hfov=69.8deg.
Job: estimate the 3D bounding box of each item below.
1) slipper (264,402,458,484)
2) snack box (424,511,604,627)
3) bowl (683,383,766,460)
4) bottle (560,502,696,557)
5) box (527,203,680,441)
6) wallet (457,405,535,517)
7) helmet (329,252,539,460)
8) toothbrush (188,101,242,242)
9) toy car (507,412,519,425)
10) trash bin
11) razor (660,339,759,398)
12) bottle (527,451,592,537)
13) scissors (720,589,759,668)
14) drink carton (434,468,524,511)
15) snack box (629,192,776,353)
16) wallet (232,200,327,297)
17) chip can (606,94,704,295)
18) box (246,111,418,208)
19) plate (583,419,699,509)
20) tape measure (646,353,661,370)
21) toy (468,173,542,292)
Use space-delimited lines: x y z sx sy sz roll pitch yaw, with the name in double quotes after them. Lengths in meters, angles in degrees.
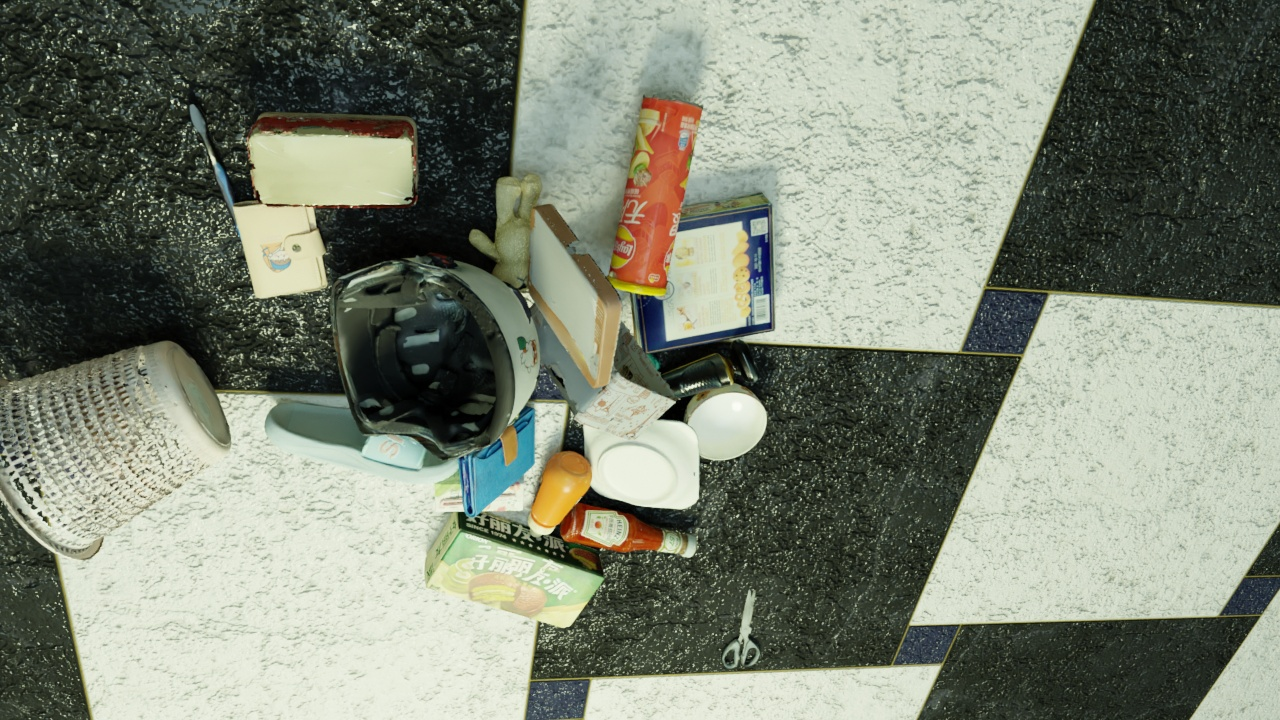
-0.341 0.087 1.151 0.245 0.104 0.074 13 116 -12 "slipper"
-0.182 0.303 1.337 0.240 0.063 0.115 24 113 -24 "snack box"
0.110 0.073 1.256 0.113 0.062 0.114 -5 124 -8 "bowl"
-0.014 0.254 1.344 0.206 0.059 0.060 16 117 -20 "bottle"
-0.065 -0.032 1.044 0.126 0.179 0.274 -32 147 -6 "box"
-0.183 0.129 1.197 0.040 0.132 0.106 20 125 23 "wallet"
-0.216 -0.017 1.050 0.275 0.156 0.230 1 108 29 "helmet"
-0.454 -0.191 1.004 0.014 0.016 0.190 -17 127 -12 "toothbrush"
-0.172 0.039 1.170 0.042 0.035 0.090 9 84 -13 "toy car"
-0.590 0.082 1.041 0.192 0.227 0.228 -26 124 -10 "trash bin"
0.074 0.021 1.210 0.168 0.067 0.062 -19 107 22 "razor"
-0.121 0.195 1.287 0.066 0.066 0.150 16 124 -21 "bottle"
0.184 0.451 1.540 0.135 0.014 0.175 31 108 -25 "scissors"
-0.222 0.178 1.261 0.122 0.045 0.054 1 122 -12 "drink carton"
0.076 -0.106 1.147 0.182 0.045 0.178 -10 123 -6 "snack box"
-0.405 -0.128 1.044 0.087 0.024 0.115 -10 123 -15 "wallet"
0.016 -0.184 1.034 0.073 0.073 0.217 9 100 -17 "chip can"
-0.324 -0.212 0.977 0.168 0.079 0.091 -2 122 -12 "box"
-0.002 0.147 1.257 0.164 0.034 0.164 6 127 13 "plate"
-0.007 0.007 1.212 0.058 0.025 0.054 -37 123 11 "tape measure"
-0.143 -0.145 1.064 0.105 0.066 0.158 -11 133 -26 "toy"
